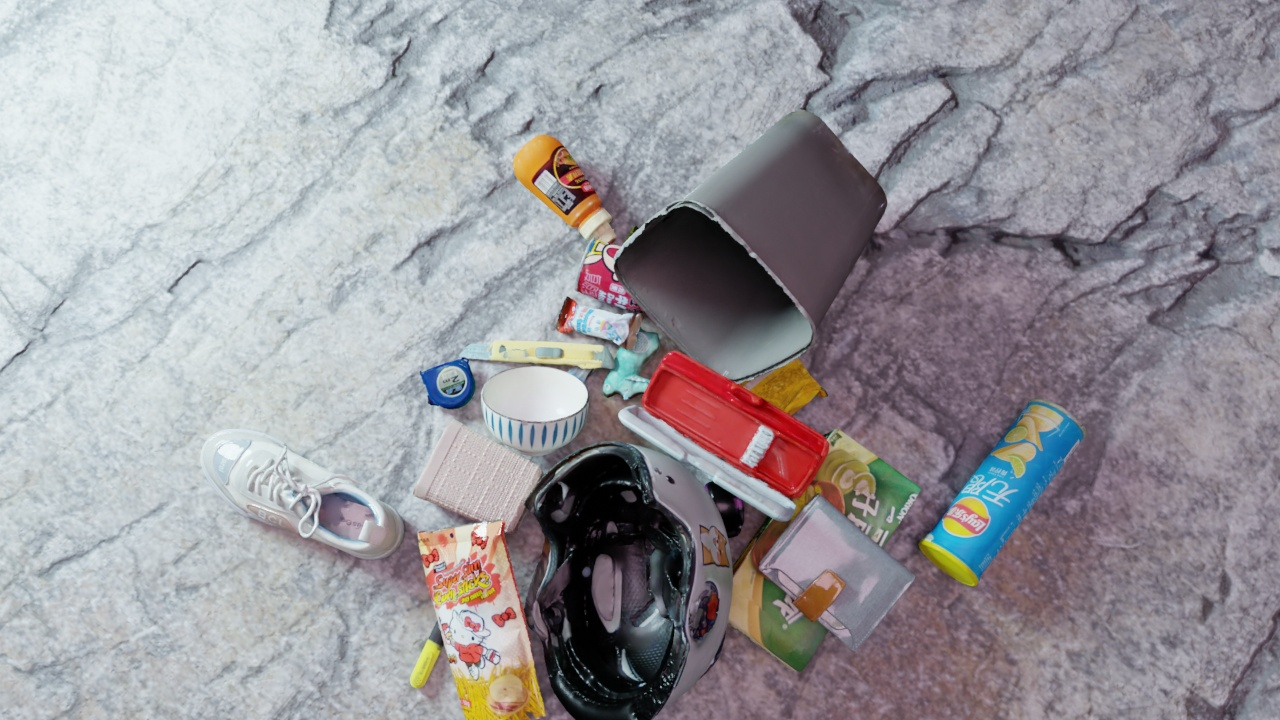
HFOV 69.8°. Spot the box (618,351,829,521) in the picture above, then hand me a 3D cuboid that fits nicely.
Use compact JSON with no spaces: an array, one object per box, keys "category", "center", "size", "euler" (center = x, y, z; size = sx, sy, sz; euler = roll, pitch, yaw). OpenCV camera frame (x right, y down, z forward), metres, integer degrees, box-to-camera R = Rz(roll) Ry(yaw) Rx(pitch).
[{"category":"box","center":[0.086,0.073,0.938],"size":[0.201,0.100,0.094],"euler":[30,100,12]}]

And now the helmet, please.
[{"category":"helmet","center":[0.005,0.218,0.926],"size":[0.156,0.231,0.274],"euler":[3,75,-46]}]

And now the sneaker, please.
[{"category":"sneaker","center":[-0.372,0.143,0.980],"size":[0.242,0.091,0.089],"euler":[25,77,5]}]

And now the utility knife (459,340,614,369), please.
[{"category":"utility knife","center":[-0.118,-0.007,1.048],"size":[0.183,0.019,0.031],"euler":[1,67,14]}]

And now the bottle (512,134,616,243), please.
[{"category":"bottle","center":[-0.082,-0.193,1.074],"size":[0.066,0.067,0.149],"euler":[-42,89,-9]}]

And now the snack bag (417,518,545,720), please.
[{"category":"snack bag","center":[-0.164,0.270,0.946],"size":[0.129,0.073,0.208],"euler":[-15,91,35]}]

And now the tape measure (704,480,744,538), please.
[{"category":"tape measure","center":[0.093,0.158,0.999],"size":[0.039,0.057,0.058],"euler":[-10,101,-5]}]

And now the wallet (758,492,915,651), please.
[{"category":"wallet","center":[0.198,0.216,0.934],"size":[0.130,0.037,0.106],"euler":[41,79,6]}]

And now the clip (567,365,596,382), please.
[{"category":"clip","center":[-0.062,0.007,1.051],"size":[0.026,0.037,0.058],"euler":[39,82,13]}]

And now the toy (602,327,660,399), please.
[{"category":"toy","center":[-0.006,0.006,1.042],"size":[0.096,0.030,0.092],"euler":[21,81,25]}]

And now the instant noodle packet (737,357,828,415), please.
[{"category":"instant noodle packet","center":[0.131,0.029,1.035],"size":[0.128,0.044,0.110],"euler":[-34,79,-10]}]

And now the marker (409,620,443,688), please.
[{"category":"marker","center":[-0.215,0.292,0.988],"size":[0.018,0.015,0.124],"euler":[24,77,-1]}]

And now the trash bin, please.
[{"category":"trash bin","center":[0.125,-0.128,0.969],"size":[0.198,0.199,0.219],"euler":[45,60,-8]}]

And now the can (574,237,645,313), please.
[{"category":"can","center":[-0.021,-0.095,1.047],"size":[0.094,0.066,0.066],"euler":[20,78,3]}]

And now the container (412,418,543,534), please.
[{"category":"container","center":[-0.170,0.130,0.987],"size":[0.111,0.090,0.089],"euler":[26,78,2]}]

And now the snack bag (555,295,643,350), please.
[{"category":"snack bag","center":[-0.047,-0.042,1.046],"size":[0.105,0.026,0.045],"euler":[14,75,23]}]

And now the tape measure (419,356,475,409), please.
[{"category":"tape measure","center":[-0.215,0.028,1.040],"size":[0.058,0.025,0.054],"euler":[-20,81,-1]}]

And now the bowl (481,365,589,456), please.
[{"category":"bowl","center":[-0.115,0.062,1.002],"size":[0.116,0.116,0.066],"euler":[6,120,0]}]

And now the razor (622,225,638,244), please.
[{"category":"razor","center":[0.041,-0.112,1.074],"size":[0.132,0.028,0.043],"euler":[28,75,3]}]

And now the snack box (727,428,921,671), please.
[{"category":"snack box","center":[0.186,0.201,0.988],"size":[0.114,0.063,0.239],"euler":[36,79,5]}]

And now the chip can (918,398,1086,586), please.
[{"category":"chip can","center":[0.394,0.142,1.000],"size":[0.071,0.071,0.210],"euler":[39,80,7]}]
